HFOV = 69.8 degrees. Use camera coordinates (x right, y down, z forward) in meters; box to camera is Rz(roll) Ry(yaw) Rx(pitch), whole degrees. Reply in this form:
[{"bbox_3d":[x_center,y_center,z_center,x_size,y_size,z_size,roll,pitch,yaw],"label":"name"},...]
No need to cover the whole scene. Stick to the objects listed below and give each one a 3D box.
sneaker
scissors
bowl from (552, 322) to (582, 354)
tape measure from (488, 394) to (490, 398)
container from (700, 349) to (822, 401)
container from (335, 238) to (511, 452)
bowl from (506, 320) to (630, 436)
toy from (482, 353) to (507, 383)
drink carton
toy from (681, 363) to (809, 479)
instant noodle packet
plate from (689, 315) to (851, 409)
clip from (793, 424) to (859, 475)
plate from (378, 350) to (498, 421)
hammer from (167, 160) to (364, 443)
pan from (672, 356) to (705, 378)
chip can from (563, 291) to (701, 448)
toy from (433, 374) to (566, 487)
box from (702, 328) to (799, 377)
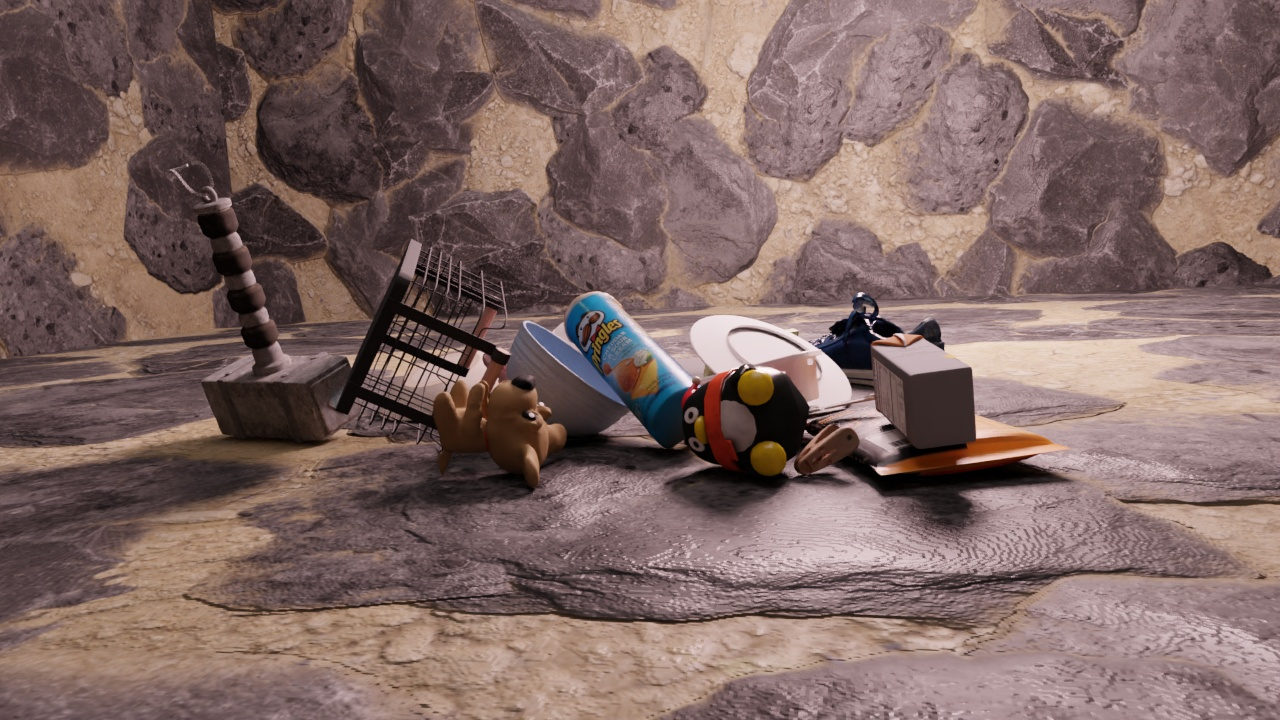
[{"bbox_3d":[0.293,-0.031,1.273,0.120,0.127,0.295,-7,6,-35],"label":"sneaker"},{"bbox_3d":[0.144,0.058,0.926,0.199,0.015,0.179,-14,-3,14],"label":"scissors"},{"bbox_3d":[-0.084,0.014,1.147,0.065,0.116,0.116,-39,18,-14],"label":"bowl"},{"bbox_3d":[-0.202,0.031,1.246,0.063,0.038,0.067,-11,31,28],"label":"tape measure"},{"bbox_3d":[0.126,0.029,0.954,0.129,0.049,0.080,-16,-4,23],"label":"container"},{"bbox_3d":[-0.229,-0.019,1.008,0.130,0.163,0.241,25,11,-17],"label":"container"},{"bbox_3d":[-0.088,0.032,0.994,0.150,0.075,0.150,38,6,-5],"label":"bowl"},{"bbox_3d":[-0.154,0.026,1.130,0.053,0.105,0.108,-42,7,-2],"label":"toy"},{"bbox_3d":[0.235,0.024,0.771,0.048,0.076,0.124,-8,12,1],"label":"drink carton"},{"bbox_3d":[0.084,0.053,0.807,0.119,0.097,0.099,-9,2,37],"label":"toy"},{"bbox_3d":[0.251,0.068,0.834,0.159,0.032,0.221,-7,7,-8],"label":"instant noodle packet"},{"bbox_3d":[0.160,-0.004,1.108,0.208,0.015,0.208,16,28,-9],"label":"plate"},{"bbox_3d":[0.160,0.077,0.778,0.060,0.024,0.041,-39,10,-24],"label":"clip"},{"bbox_3d":[-0.258,0.023,1.213,0.189,0.027,0.188,-13,22,5],"label":"plate"},{"bbox_3d":[-0.440,-0.062,1.034,0.177,0.327,0.079,1,25,27],"label":"hammer"},{"bbox_3d":[0.054,0.010,1.446,0.216,0.024,0.354,-3,7,0],"label":"pan"},{"bbox_3d":[-0.006,0.006,0.973,0.079,0.080,0.229,-7,31,-26],"label":"chip can"},{"bbox_3d":[-0.130,0.062,0.836,0.108,0.106,0.134,9,12,5],"label":"toy"},{"bbox_3d":[0.128,0.018,1.207,0.187,0.064,0.131,-8,-33,-46],"label":"box"}]
